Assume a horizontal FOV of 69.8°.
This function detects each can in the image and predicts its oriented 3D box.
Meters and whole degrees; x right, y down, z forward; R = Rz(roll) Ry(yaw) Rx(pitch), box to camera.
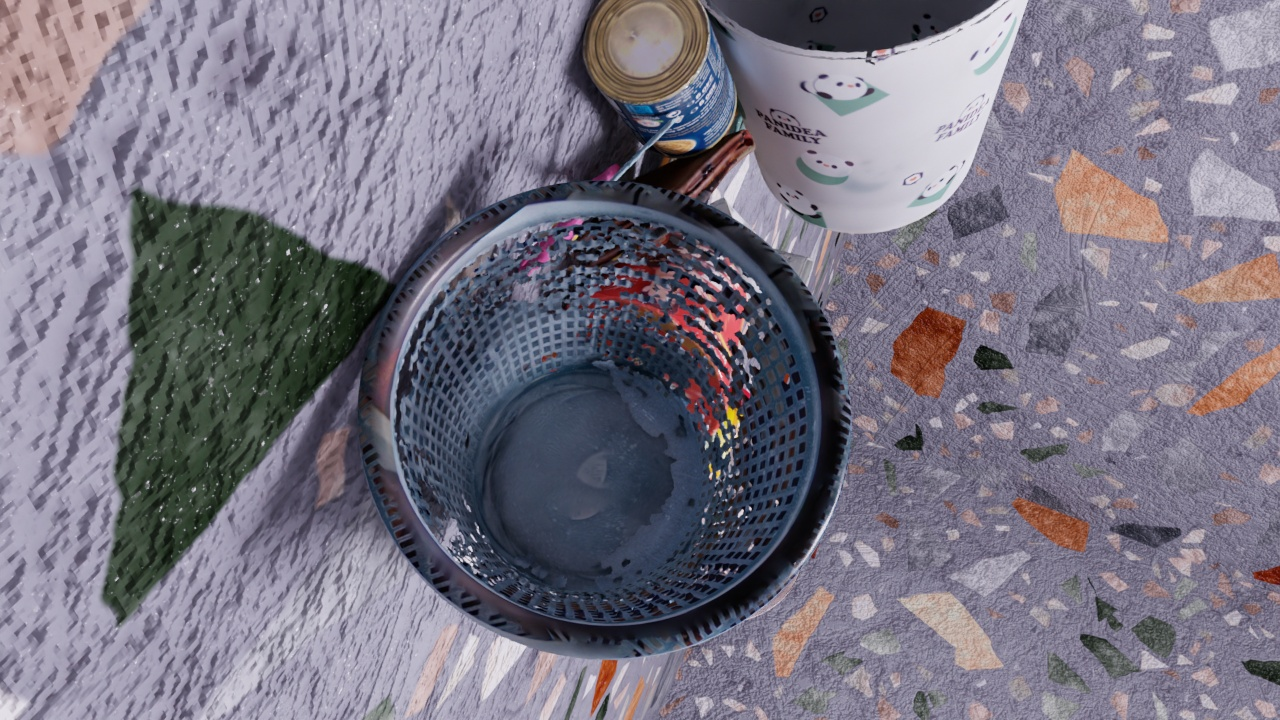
[{"bbox_3d":[0.015,-0.176,0.563,0.111,0.075,0.075,14,96,-76],"label":"can"}]

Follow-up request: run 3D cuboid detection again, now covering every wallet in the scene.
[{"bbox_3d":[0.018,-0.113,0.633,0.032,0.101,0.124,55,39,-16],"label":"wallet"}]

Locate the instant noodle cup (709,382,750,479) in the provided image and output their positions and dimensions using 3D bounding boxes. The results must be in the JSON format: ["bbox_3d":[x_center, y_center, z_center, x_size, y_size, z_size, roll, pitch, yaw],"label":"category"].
[{"bbox_3d":[0.055,0.084,1.011,0.116,0.116,0.123,67,44,-71],"label":"instant noodle cup"}]

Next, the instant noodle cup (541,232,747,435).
[{"bbox_3d":[0.012,-0.021,0.657,0.138,0.138,0.108,97,16,-45],"label":"instant noodle cup"}]

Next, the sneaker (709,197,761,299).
[{"bbox_3d":[0.069,-0.081,0.834,0.091,0.089,0.241,-40,-170,18],"label":"sneaker"}]

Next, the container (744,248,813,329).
[{"bbox_3d":[0.123,-0.090,1.032,0.090,0.114,0.090,-14,124,-74],"label":"container"}]

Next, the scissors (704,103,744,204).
[{"bbox_3d":[0.092,-0.231,0.863,0.169,0.019,0.175,-65,175,-45],"label":"scissors"}]

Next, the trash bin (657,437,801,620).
[{"bbox_3d":[0.099,0.201,1.213,0.226,0.228,0.192,-59,151,-36],"label":"trash bin"}]

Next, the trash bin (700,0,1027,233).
[{"bbox_3d":[0.164,-0.232,0.671,0.229,0.230,0.252,-66,159,-15],"label":"trash bin"}]

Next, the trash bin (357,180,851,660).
[{"bbox_3d":[-0.025,0.047,0.506,0.195,0.226,0.226,111,4,-70],"label":"trash bin"}]

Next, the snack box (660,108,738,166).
[{"bbox_3d":[0.029,-0.137,0.740,0.154,0.026,0.075,-65,169,18],"label":"snack box"}]

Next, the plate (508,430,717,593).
[{"bbox_3d":[-0.016,0.119,0.794,0.229,0.027,0.231,-37,155,-21],"label":"plate"}]

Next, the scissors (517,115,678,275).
[{"bbox_3d":[-0.025,-0.099,0.550,0.133,0.017,0.136,-43,-166,15],"label":"scissors"}]
